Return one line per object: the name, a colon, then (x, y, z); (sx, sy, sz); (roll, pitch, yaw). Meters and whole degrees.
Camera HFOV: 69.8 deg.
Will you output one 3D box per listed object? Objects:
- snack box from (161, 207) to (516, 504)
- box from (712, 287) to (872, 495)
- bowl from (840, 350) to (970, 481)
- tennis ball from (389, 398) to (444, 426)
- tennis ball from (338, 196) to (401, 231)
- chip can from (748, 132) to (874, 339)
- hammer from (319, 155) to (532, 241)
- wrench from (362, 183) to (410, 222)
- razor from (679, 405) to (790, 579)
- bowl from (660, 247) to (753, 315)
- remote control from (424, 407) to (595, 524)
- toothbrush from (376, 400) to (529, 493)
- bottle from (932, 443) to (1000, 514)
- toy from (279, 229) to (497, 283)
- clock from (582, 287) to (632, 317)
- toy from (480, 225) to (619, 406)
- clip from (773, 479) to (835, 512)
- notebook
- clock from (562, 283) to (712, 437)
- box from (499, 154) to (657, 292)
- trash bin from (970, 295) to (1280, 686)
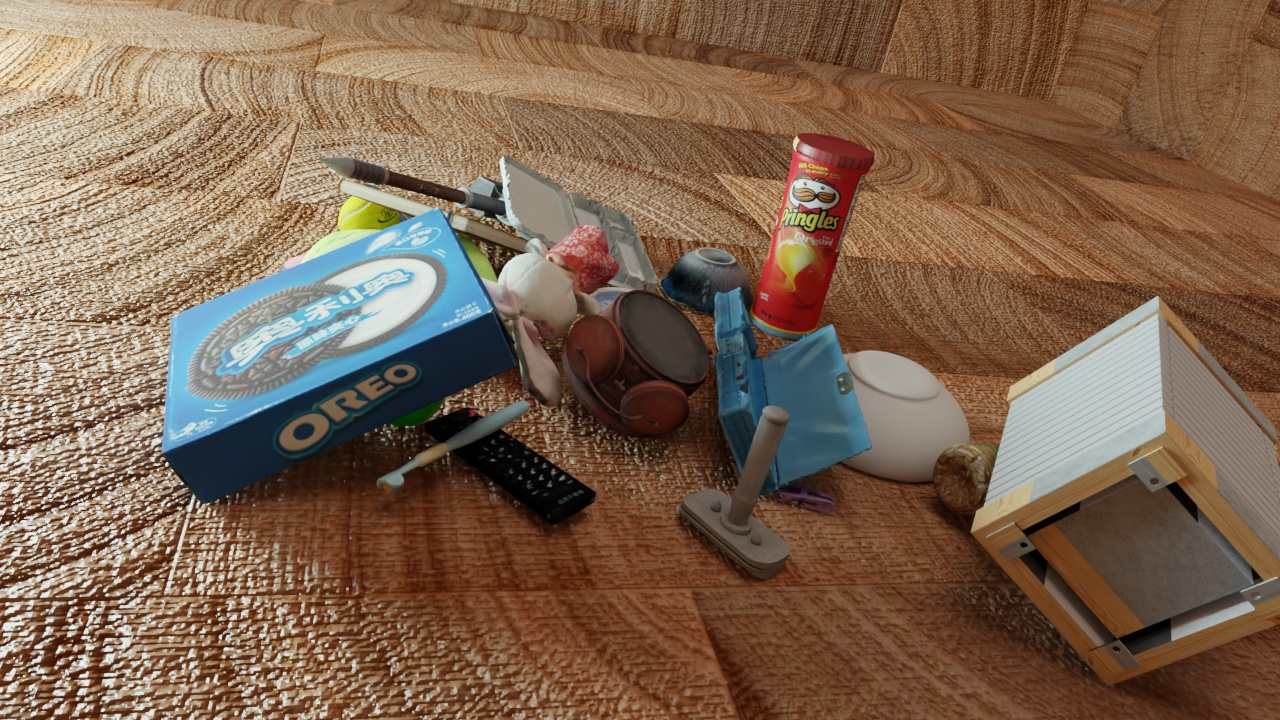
snack box: (-0.231, -0.016, 0.696); (0.238, 0.056, 0.195); (-25, 38, -9)
box: (0.130, 0.008, 0.818); (0.112, 0.094, 0.231); (-18, 25, 13)
bowl: (0.232, 0.038, 0.873); (0.176, 0.066, 0.176); (10, 28, -5)
tennis ball: (-0.189, 0.021, 0.735); (0.065, 0.065, 0.065); (10, 28, -5)
tennis ball: (-0.299, -0.153, 1.013); (0.065, 0.065, 0.065); (10, 28, -5)
chip can: (0.186, -0.136, 1.019); (0.087, 0.214, 0.087); (10, 28, -5)
hammer: (-0.226, -0.190, 1.030); (0.156, 0.043, 0.321); (30, 14, 30)
wrench: (-0.279, -0.161, 1.090); (0.073, 0.018, 0.273); (-7, 32, -37)
razor: (0.082, 0.086, 0.669); (0.047, 0.116, 0.088); (-9, 34, -43)
bowl: (0.083, -0.099, 1.080); (0.110, 0.055, 0.110); (10, 27, -5)
remote control: (-0.103, 0.081, 0.707); (0.150, 0.022, 0.047); (29, 33, 32)
toothbrush: (-0.135, 0.061, 0.692); (0.022, 0.016, 0.154); (-12, 12, 38)
bottle: (0.331, 0.103, 0.804); (0.165, 0.060, 0.059); (4, 28, -34)
toy: (-0.230, -0.079, 0.872); (0.196, 0.107, 0.150); (9, 26, -29)
clock: (-0.014, -0.042, 0.941); (0.089, 0.052, 0.125); (17, 25, 10)
toy: (-0.088, -0.064, 0.851); (0.159, 0.084, 0.193); (44, 47, -4)
clip: (0.133, 0.109, 0.759); (0.051, 0.014, 0.043); (5, 26, -8)
notebook: (-0.172, -0.137, 0.982); (0.178, 0.014, 0.249); (20, 4, 23)
clock: (-0.004, 0.005, 0.782); (0.120, 0.072, 0.157); (45, 33, -3)
box: (-0.075, -0.154, 1.045); (0.191, 0.045, 0.209); (23, 24, -26)
trash bin: (0.371, 0.086, 0.689); (0.142, 0.143, 0.246); (48, 36, 0)
